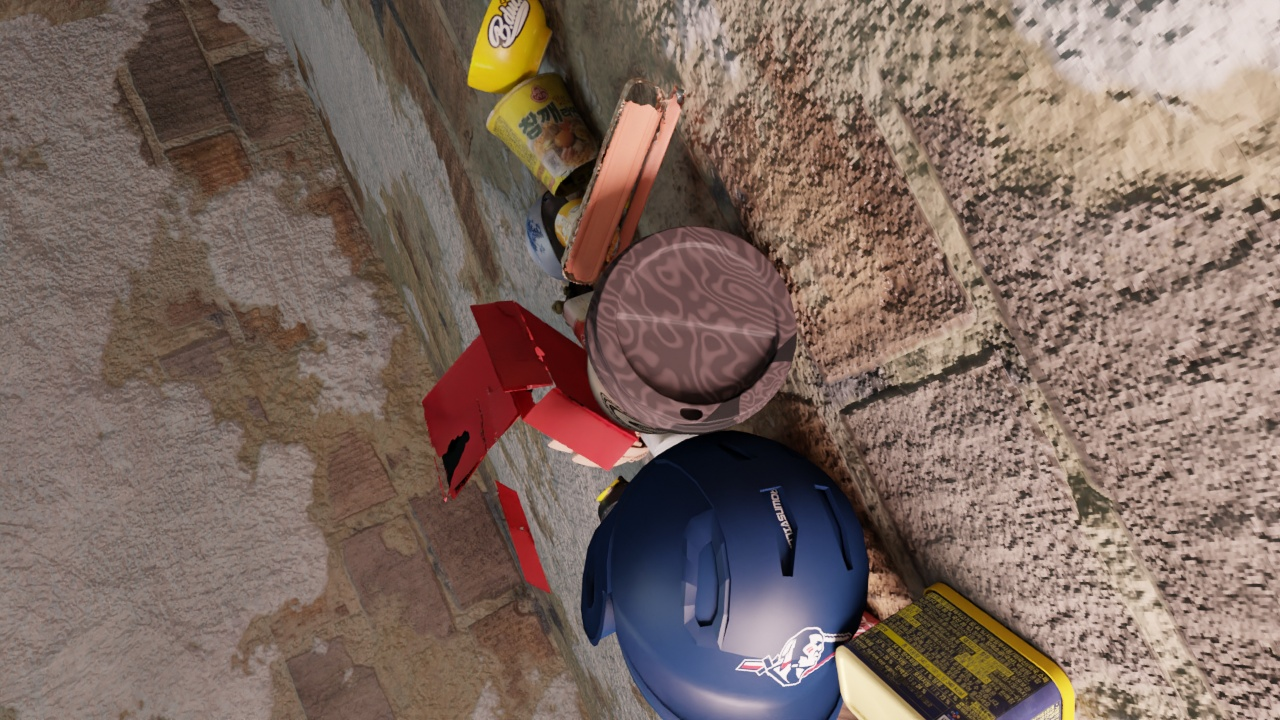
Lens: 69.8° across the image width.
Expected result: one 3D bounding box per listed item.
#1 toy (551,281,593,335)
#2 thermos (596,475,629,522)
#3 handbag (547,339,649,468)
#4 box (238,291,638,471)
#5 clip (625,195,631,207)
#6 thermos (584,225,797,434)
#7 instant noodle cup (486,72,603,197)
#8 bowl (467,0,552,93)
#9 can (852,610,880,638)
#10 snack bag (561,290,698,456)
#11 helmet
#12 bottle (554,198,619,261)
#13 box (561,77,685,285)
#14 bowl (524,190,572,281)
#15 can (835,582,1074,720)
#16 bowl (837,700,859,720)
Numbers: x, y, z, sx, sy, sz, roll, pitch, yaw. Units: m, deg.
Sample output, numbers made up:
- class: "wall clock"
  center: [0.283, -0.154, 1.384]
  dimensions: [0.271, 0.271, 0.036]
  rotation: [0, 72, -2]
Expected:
- class: "toy"
  center: [-0.084, -0.071, 1.188]
  dimensions: [0.100, 0.062, 0.076]
  rotation: [-136, 42, -87]
- class: "thermos"
  center: [0.007, 0.253, 1.224]
  dimensions: [0.098, 0.098, 0.220]
  rotation: [86, 167, -44]
- class: "handbag"
  center: [-0.032, 0.047, 1.244]
  dimensions: [0.199, 0.116, 0.187]
  rotation: [143, 144, -66]
- class: "box"
  center: [-0.209, 0.005, 1.001]
  dimensions: [0.108, 0.409, 0.211]
  rotation: [-69, 27, 22]
- class: "clip"
  center: [-0.026, -0.179, 0.971]
  dimensions: [0.048, 0.045, 0.054]
  rotation: [48, 173, -30]
- class: "thermos"
  center: [0.028, -0.009, 0.832]
  dimensions: [0.172, 0.172, 0.226]
  rotation: [64, 167, 6]
- class: "instant noodle cup"
  center: [-0.098, -0.240, 1.000]
  dimensions: [0.108, 0.102, 0.102]
  rotation: [54, 159, 7]
- class: "bowl"
  center: [-0.135, -0.339, 0.984]
  dimensions: [0.117, 0.067, 0.117]
  rotation: [-161, 91, -80]
- class: "can"
  center: [0.190, 0.252, 0.858]
  dimensions: [0.096, 0.054, 0.054]
  rotation: [31, 140, 59]
- class: "snack bag"
  center: [-0.006, 0.006, 1.058]
  dimensions: [0.225, 0.077, 0.041]
  rotation: [57, 154, 26]
- class: "helmet"
  center: [0.086, 0.189, 0.769]
  dimensions: [0.224, 0.232, 0.272]
  rotation: [-46, 50, 51]
- class: "bottle"
  center: [-0.053, -0.142, 1.027]
  dimensions: [0.109, 0.063, 0.063]
  rotation: [41, 149, 54]
- class: "box"
  center: [-0.016, -0.153, 0.795]
  dimensions: [0.054, 0.078, 0.187]
  rotation: [34, 115, 24]
- class: "bowl"
  center: [-0.106, -0.143, 1.101]
  dimensions: [0.114, 0.045, 0.114]
  rotation: [49, -149, -44]
- class: "can"
  center: [0.226, 0.243, 0.675]
  dimensions: [0.135, 0.104, 0.075]
  rotation: [36, 145, 56]
- class: "bowl"
  center: [0.217, 0.324, 0.902]
  dimensions: [0.119, 0.032, 0.119]
  rotation: [53, 157, 34]
